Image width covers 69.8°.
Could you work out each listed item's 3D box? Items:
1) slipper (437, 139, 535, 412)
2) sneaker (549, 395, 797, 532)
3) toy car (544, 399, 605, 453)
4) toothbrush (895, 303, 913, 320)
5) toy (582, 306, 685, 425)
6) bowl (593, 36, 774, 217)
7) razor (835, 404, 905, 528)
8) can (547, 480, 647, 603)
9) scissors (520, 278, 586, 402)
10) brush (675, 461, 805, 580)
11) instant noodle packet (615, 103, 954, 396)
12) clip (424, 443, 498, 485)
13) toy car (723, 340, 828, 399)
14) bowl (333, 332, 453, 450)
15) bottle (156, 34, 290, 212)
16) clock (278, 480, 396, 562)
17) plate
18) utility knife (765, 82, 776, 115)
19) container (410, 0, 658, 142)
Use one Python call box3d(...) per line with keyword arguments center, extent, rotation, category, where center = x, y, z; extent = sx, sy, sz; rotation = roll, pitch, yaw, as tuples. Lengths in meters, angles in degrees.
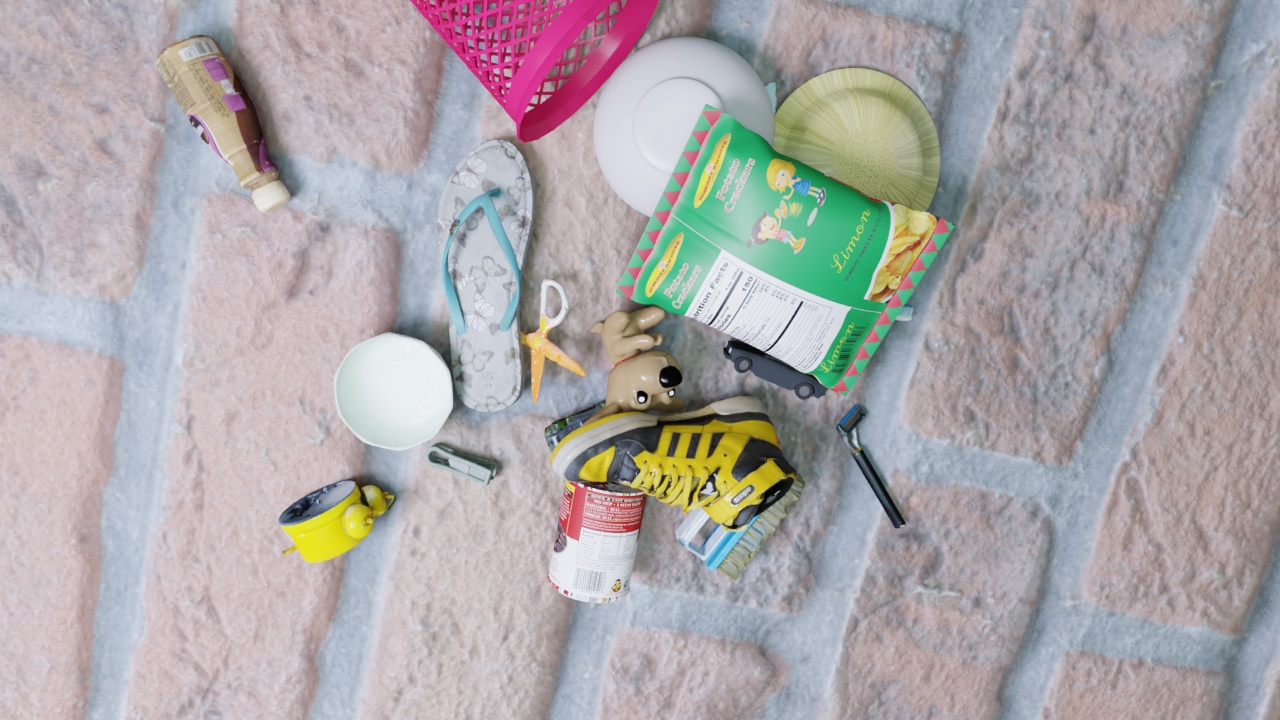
box3d(center=(-0.159, -0.082, 0.897), extent=(0.098, 0.054, 0.269), rotation=(4, 96, 13), category="slipper")
box3d(center=(0.040, 0.110, 0.875), extent=(0.238, 0.122, 0.086), rotation=(-10, 140, -24), category="sneaker")
box3d(center=(-0.054, 0.070, 0.947), extent=(0.091, 0.036, 0.042), rotation=(-22, 100, 3), category="toy car")
box3d(center=(0.168, -0.052, 0.936), extent=(0.222, 0.027, 0.027), rotation=(2, 120, -3), category="toothbrush")
box3d(center=(-0.006, 0.005, 0.906), extent=(0.133, 0.106, 0.108), rotation=(-10, 86, -42), category="toy")
box3d(center=(0.039, -0.219, 0.870), extent=(0.177, 0.066, 0.176), rotation=(1, 100, 6), category="bowl")
box3d(center=(0.244, 0.118, 0.973), extent=(0.042, 0.022, 0.144), rotation=(-38, 107, -35), category="razor")
box3d(center=(-0.044, 0.177, 0.942), extent=(0.086, 0.086, 0.116), rotation=(10, 99, -3), category="can")
box3d(center=(-0.100, -0.025, 0.920), extent=(0.125, 0.011, 0.128), rotation=(34, 101, 15), category="scissors")
box3d(center=(0.106, 0.154, 0.957), extent=(0.075, 0.055, 0.136), rotation=(37, 97, -12), category="brush")
box3d(center=(0.131, -0.095, 0.859), extent=(0.252, 0.090, 0.196), rotation=(24, 114, -7), category="instant noodle packet")
box3d(center=(-0.186, 0.109, 0.948), extent=(0.078, 0.050, 0.023), rotation=(17, 98, -12), category="clip")
box3d(center=(0.138, 0.007, 0.936), extent=(0.112, 0.046, 0.034), rotation=(23, 103, -7), category="toy car")
box3d(center=(-0.242, 0.026, 0.922), extent=(0.117, 0.061, 0.117), rotation=(0, 101, -1), category="bowl")
box3d(center=(-0.390, -0.221, 0.874), extent=(0.059, 0.059, 0.166), rotation=(-27, 101, 3), category="bottle")
box3d(center=(-0.307, 0.159, 0.935), extent=(0.119, 0.083, 0.057), rotation=(-20, 105, 5), category="clock")
box3d(center=(0.213, -0.192, 0.897), extent=(0.184, 0.036, 0.184), rotation=(-1, 100, -7), category="plate")
box3d(center=(0.128, -0.178, 0.916), extent=(0.030, 0.018, 0.191), rotation=(-3, 104, -6), category="utility knife")
box3d(center=(-0.126, -0.340, 0.810), extent=(0.226, 0.183, 0.183), rotation=(44, 96, -1), category="container")
